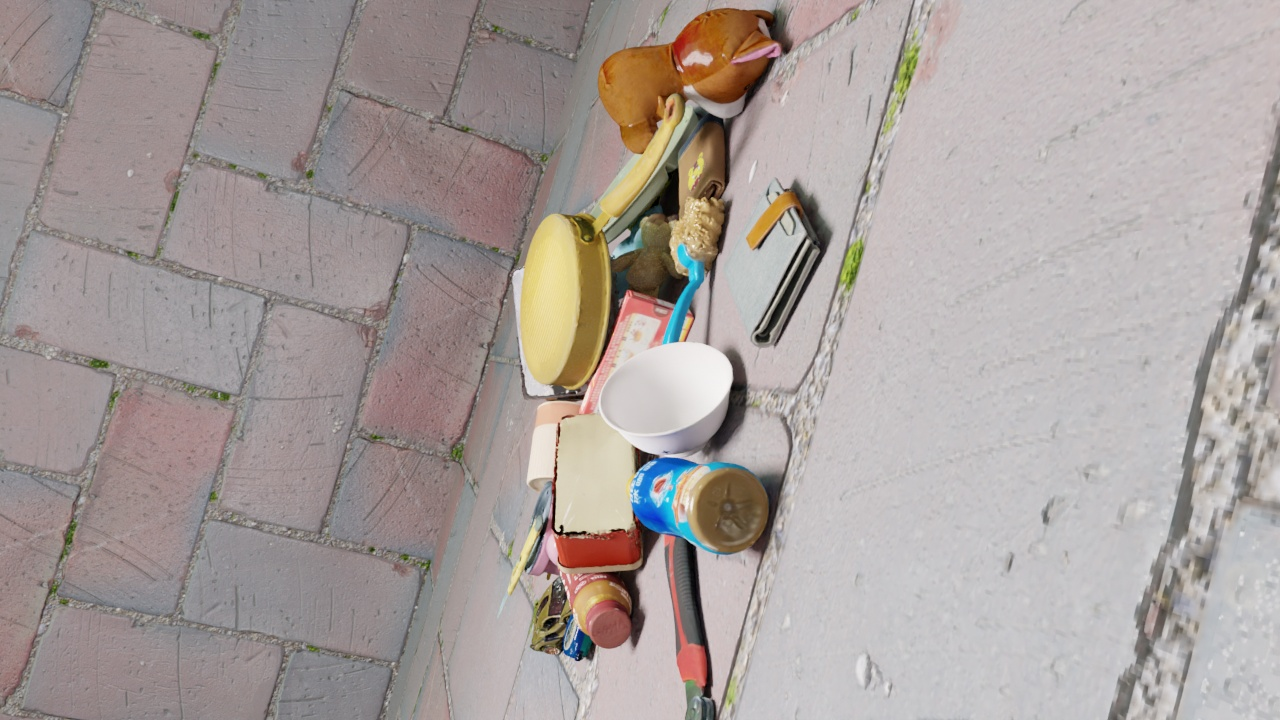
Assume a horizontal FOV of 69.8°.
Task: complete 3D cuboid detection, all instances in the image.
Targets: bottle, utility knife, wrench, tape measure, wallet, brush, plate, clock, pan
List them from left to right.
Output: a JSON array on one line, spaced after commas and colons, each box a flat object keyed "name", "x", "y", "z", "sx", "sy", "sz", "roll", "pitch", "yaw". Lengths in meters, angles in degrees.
[{"name": "utility knife", "x": -0.148, "y": 0.257, "z": 1.133, "sx": 0.030, "sy": 0.021, "sz": 0.205, "roll": -83, "pitch": 10, "yaw": -52}, {"name": "clock", "x": -0.095, "y": 0.205, "z": 1.124, "sx": 0.159, "sy": 0.060, "sz": 0.117, "roll": 128, "pitch": 155, "yaw": -59}, {"name": "tape measure", "x": -0.063, "y": 0.290, "z": 0.978, "sx": 0.055, "sy": 0.025, "sz": 0.058, "roll": 145, "pitch": 143, "yaw": -70}, {"name": "bottle", "x": -0.045, "y": 0.229, "z": 0.913, "sx": 0.175, "sy": 0.057, "sz": 0.057, "roll": -142, "pitch": 69, "yaw": -74}, {"name": "pan", "x": -0.046, "y": -0.126, "z": 0.984, "sx": 0.197, "sy": 0.078, "sz": 0.358, "roll": -114, "pitch": 36, "yaw": -44}, {"name": "plate", "x": -0.001, "y": -0.232, "z": 1.189, "sx": 0.231, "sy": 0.027, "sz": 0.229, "roll": -46, "pitch": 16, "yaw": 18}, {"name": "bottle", "x": 0.032, "y": 0.110, "z": 0.738, "sx": 0.219, "sy": 0.065, "sz": 0.065, "roll": 167, "pitch": 118, "yaw": -73}, {"name": "brush", "x": 0.044, "y": -0.068, "z": 0.918, "sx": 0.083, "sy": 0.046, "sz": 0.254, "roll": -48, "pitch": 23, "yaw": 52}, {"name": "wrench", "x": 0.038, "y": 0.210, "z": 0.706, "sx": 0.273, "sy": 0.016, "sz": 0.056, "roll": -99, "pitch": 33, "yaw": -59}, {"name": "wallet", "x": 0.069, "y": -0.211, "z": 1.035, "sx": 0.090, "sy": 0.033, "sz": 0.115, "roll": 125, "pitch": 153, "yaw": -49}, {"name": "wallet", "x": 0.103, "y": -0.087, "z": 0.755, "sx": 0.129, "sy": 0.037, "sz": 0.107, "roll": -99, "pitch": 28, "yaw": -59}]

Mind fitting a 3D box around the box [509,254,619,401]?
[{"name": "box", "x": -0.103, "y": -0.035, "z": 1.220, "sx": 0.271, "sy": 0.134, "sz": 0.179, "roll": 158, "pitch": 106, "yaw": -78}]

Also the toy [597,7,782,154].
[{"name": "toy", "x": 0.057, "y": -0.301, "z": 0.977, "sx": 0.200, "sy": 0.130, "sz": 0.140, "roll": -29, "pitch": 39, "yaw": 19}]

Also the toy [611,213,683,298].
[{"name": "toy", "x": 0.012, "y": -0.094, "z": 1.072, "sx": 0.105, "sy": 0.066, "sz": 0.157, "roll": 11, "pitch": 89, "yaw": 43}]

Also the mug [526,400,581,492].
[{"name": "mug", "x": -0.091, "y": 0.114, "z": 1.195, "sx": 0.115, "sy": 0.081, "sz": 0.105, "roll": -16, "pitch": 55, "yaw": 38}]

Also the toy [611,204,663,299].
[{"name": "toy", "x": -0.010, "y": -0.133, "z": 1.192, "sx": 0.156, "sy": 0.050, "sz": 0.161, "roll": -61, "pitch": 10, "yaw": 22}]

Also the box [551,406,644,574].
[{"name": "box", "x": -0.041, "y": 0.123, "z": 0.922, "sx": 0.168, "sy": 0.091, "sz": 0.076, "roll": -92, "pitch": -3, "yaw": -51}]

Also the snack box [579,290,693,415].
[{"name": "snack box", "x": -0.006, "y": 0.006, "z": 0.979, "sx": 0.025, "sy": 0.075, "sz": 0.153, "roll": -106, "pitch": 35, "yaw": -64}]

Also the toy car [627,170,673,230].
[{"name": "toy car", "x": 0.013, "y": -0.218, "z": 1.230, "sx": 0.105, "sy": 0.032, "sz": 0.048, "roll": -54, "pitch": 15, "yaw": 1}]

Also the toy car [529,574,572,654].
[{"name": "toy car", "x": -0.092, "y": 0.285, "z": 1.065, "sx": 0.159, "sy": 0.042, "sz": 0.070, "roll": 124, "pitch": 157, "yaw": -43}]

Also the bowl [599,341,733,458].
[{"name": "bowl", "x": 0.029, "y": 0.045, "z": 0.798, "sx": 0.118, "sy": 0.118, "sz": 0.065, "roll": -93, "pitch": -13, "yaw": -52}]
